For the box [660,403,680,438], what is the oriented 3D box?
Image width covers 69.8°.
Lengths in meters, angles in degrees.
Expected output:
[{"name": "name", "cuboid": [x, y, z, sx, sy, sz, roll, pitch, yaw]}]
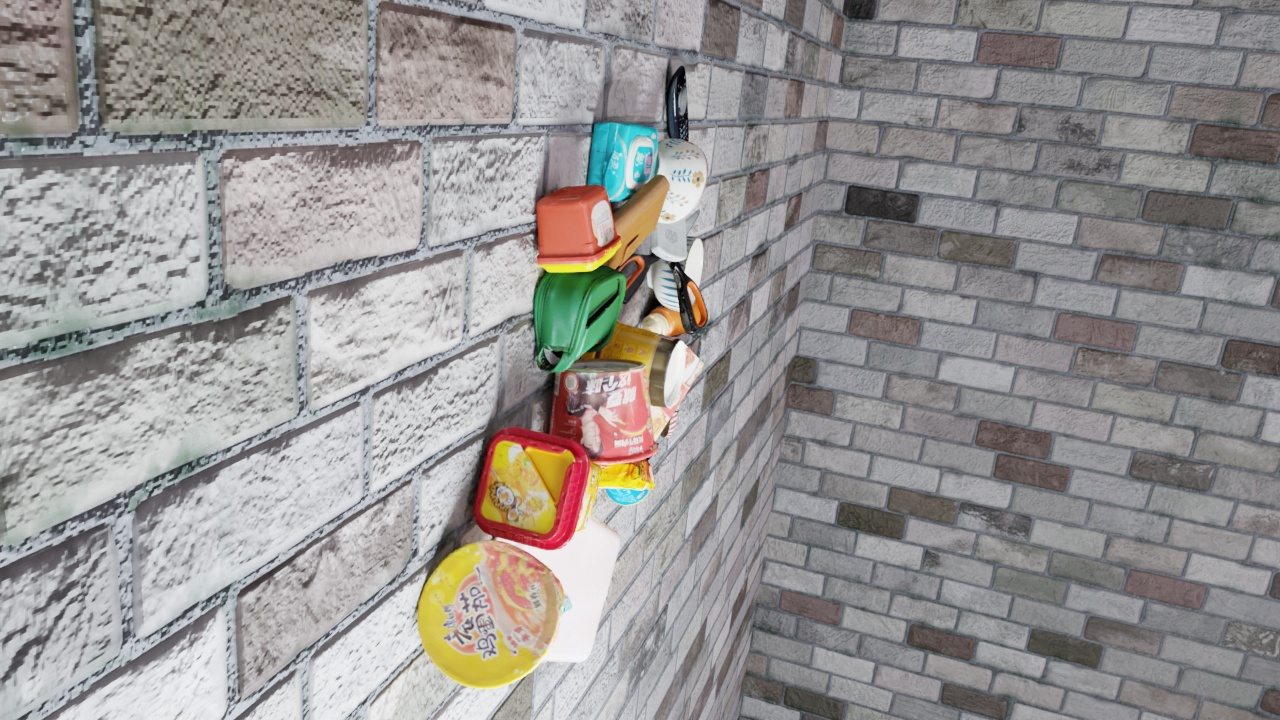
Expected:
[{"name": "box", "cuboid": [0.045, 0.044, 1.475, 0.075, 0.082, 0.163, -24, 121, -76]}]

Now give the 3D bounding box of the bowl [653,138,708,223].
[{"name": "bowl", "cuboid": [0.027, -0.243, 1.214, 0.062, 0.114, 0.113, 13, 88, -41]}]

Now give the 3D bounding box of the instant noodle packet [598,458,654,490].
[{"name": "instant noodle packet", "cuboid": [-0.052, 0.138, 1.134, 0.111, 0.128, 0.044, 46, 45, -72]}]

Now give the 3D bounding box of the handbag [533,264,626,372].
[{"name": "handbag", "cuboid": [-0.074, -0.053, 1.061, 0.131, 0.068, 0.120, -40, 145, -66]}]

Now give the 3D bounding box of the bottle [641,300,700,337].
[{"name": "bottle", "cuboid": [0.042, -0.062, 1.436, 0.149, 0.067, 0.067, -28, 128, -59]}]

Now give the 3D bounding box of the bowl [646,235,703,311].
[{"name": "bowl", "cuboid": [0.050, -0.134, 1.395, 0.116, 0.066, 0.116, 12, 89, -74]}]

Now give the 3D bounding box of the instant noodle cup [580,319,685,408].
[{"name": "instant noodle cup", "cuboid": [-0.007, 0.007, 1.219, 0.118, 0.114, 0.118, 11, 89, -73]}]

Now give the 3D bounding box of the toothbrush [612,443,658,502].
[{"name": "toothbrush", "cuboid": [-0.009, 0.181, 1.512, 0.189, 0.016, 0.014, -46, 153, -56]}]

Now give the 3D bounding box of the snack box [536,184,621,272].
[{"name": "snack box", "cuboid": [-0.067, -0.144, 0.989, 0.091, 0.082, 0.080, -49, 136, -60]}]

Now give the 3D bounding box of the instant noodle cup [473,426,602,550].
[{"name": "instant noodle cup", "cuboid": [-0.102, 0.139, 0.988, 0.123, 0.116, 0.116, 31, 71, -71]}]

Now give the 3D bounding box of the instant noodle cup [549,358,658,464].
[{"name": "instant noodle cup", "cuboid": [-0.047, 0.057, 1.104, 0.137, 0.138, 0.108, -25, 116, -70]}]

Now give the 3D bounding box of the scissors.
[{"name": "scissors", "cuboid": [0.030, -0.138, 1.291, 0.220, 0.022, 0.233, -30, 102, -41]}]

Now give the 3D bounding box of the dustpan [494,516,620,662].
[{"name": "dustpan", "cuboid": [-0.140, 0.272, 1.144, 0.273, 0.139, 0.222, 34, 68, -42]}]

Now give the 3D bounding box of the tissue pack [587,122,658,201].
[{"name": "tissue pack", "cuboid": [-0.021, -0.243, 1.120, 0.133, 0.050, 0.093, -31, 131, -67]}]

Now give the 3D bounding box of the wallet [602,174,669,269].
[{"name": "wallet", "cuboid": [-0.018, -0.158, 1.131, 0.131, 0.031, 0.108, -46, 168, -26]}]

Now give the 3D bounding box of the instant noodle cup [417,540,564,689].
[{"name": "instant noodle cup", "cuboid": [-0.142, 0.258, 0.926, 0.110, 0.138, 0.137, 75, 30, -70]}]

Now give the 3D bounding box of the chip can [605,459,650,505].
[{"name": "chip can", "cuboid": [-0.037, 0.138, 1.282, 0.210, 0.071, 0.071, 66, 38, -62]}]

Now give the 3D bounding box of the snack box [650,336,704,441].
[{"name": "snack box", "cuboid": [0.032, 0.045, 1.403, 0.075, 0.025, 0.152, 44, 74, -37]}]

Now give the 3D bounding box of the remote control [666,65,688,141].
[{"name": "remote control", "cuboid": [0.053, -0.360, 1.331, 0.137, 0.024, 0.053, 84, 26, -42]}]

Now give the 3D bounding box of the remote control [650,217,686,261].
[{"name": "remote control", "cuboid": [0.037, -0.212, 1.284, 0.058, 0.021, 0.150, 14, 68, -41]}]

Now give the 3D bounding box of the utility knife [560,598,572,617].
[{"name": "utility knife", "cuboid": [-0.135, 0.301, 1.040, 0.165, 0.013, 0.029, -9, 101, -49]}]
